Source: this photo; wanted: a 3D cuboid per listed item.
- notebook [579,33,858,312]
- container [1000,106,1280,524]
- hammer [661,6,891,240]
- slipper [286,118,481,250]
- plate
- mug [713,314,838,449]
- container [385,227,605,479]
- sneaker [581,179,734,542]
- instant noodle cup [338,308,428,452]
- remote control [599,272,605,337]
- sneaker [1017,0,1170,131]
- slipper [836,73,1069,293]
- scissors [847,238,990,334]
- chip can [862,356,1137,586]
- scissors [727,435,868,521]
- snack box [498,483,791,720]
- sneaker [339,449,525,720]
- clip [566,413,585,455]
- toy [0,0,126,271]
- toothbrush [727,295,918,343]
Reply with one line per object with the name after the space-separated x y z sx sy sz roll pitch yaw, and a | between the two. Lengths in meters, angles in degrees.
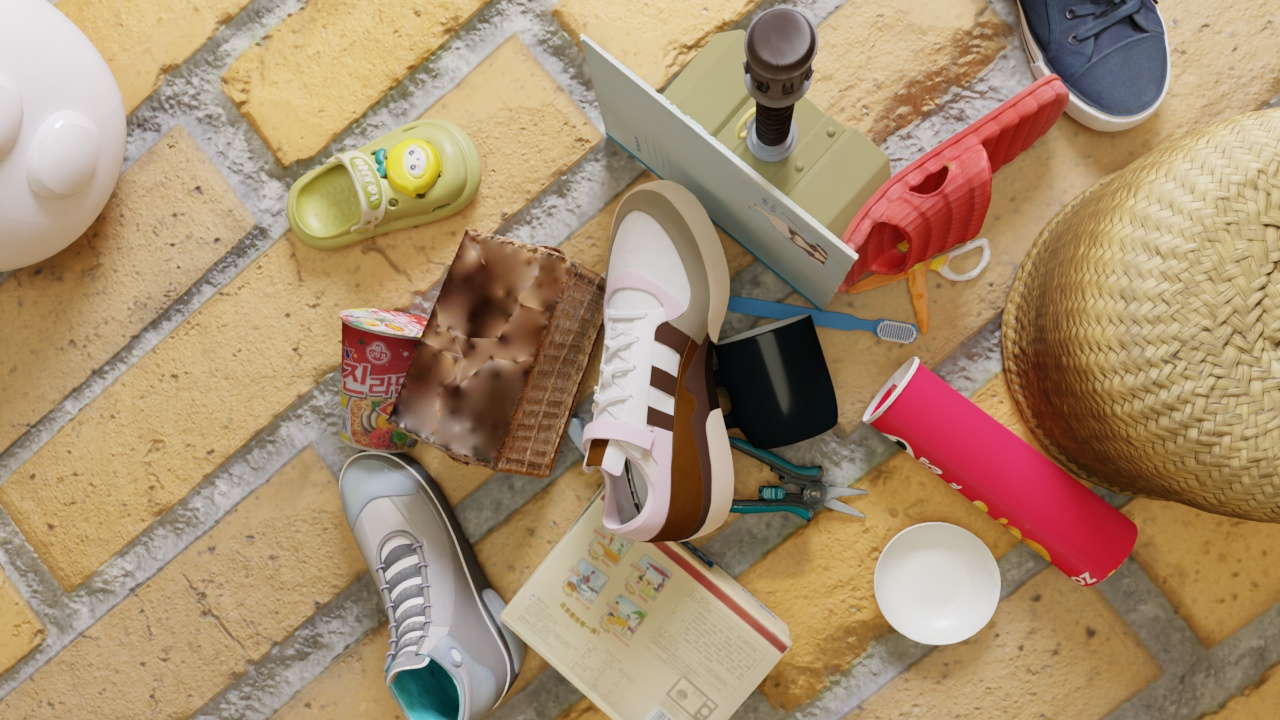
0.058 -0.137 0.721 0.253 0.181 0.009 41 87 9 | notebook
0.447 -0.029 0.676 0.307 0.196 0.307 0 89 8 | container
0.095 -0.173 0.649 0.190 0.324 0.101 43 95 5 | hammer
-0.239 -0.160 0.817 0.191 0.081 0.091 -18 86 10 | slipper
0.251 0.188 0.785 0.104 0.026 0.104 0 91 6 | plate
0.098 0.024 0.771 0.122 0.085 0.094 -18 93 6 | mug
-0.114 -0.005 0.771 0.114 0.112 0.198 19 87 16 | container
-0.004 0.004 0.727 0.112 0.116 0.294 2 97 41 | sneaker
-0.223 0.019 0.813 0.100 0.100 0.112 13 99 7 | instant noodle cup
-0.073 -0.023 0.832 0.147 0.008 0.045 -35 87 7 | remote control
0.337 -0.323 0.720 0.121 0.127 0.294 -25 90 5 | sneaker
0.254 -0.132 0.734 0.248 0.103 0.059 -38 68 -2 | slipper
0.240 -0.085 0.791 0.131 0.011 0.125 -8 89 7 | scissors
0.294 0.091 0.757 0.220 0.069 0.069 38 95 5 | chip can
0.119 0.107 0.796 0.151 0.019 0.119 -22 92 -5 | scissors
0.004 0.229 0.802 0.207 0.055 0.153 40 95 5 | snack box
-0.198 0.196 0.776 0.093 0.160 0.256 -30 88 6 | sneaker
-0.007 0.066 0.817 0.164 0.031 0.168 -4 89 9 | clip
-0.595 -0.214 0.774 0.281 0.262 0.265 21 86 24 | toy
0.156 -0.036 0.797 0.167 0.014 0.016 10 106 9 | toothbrush
